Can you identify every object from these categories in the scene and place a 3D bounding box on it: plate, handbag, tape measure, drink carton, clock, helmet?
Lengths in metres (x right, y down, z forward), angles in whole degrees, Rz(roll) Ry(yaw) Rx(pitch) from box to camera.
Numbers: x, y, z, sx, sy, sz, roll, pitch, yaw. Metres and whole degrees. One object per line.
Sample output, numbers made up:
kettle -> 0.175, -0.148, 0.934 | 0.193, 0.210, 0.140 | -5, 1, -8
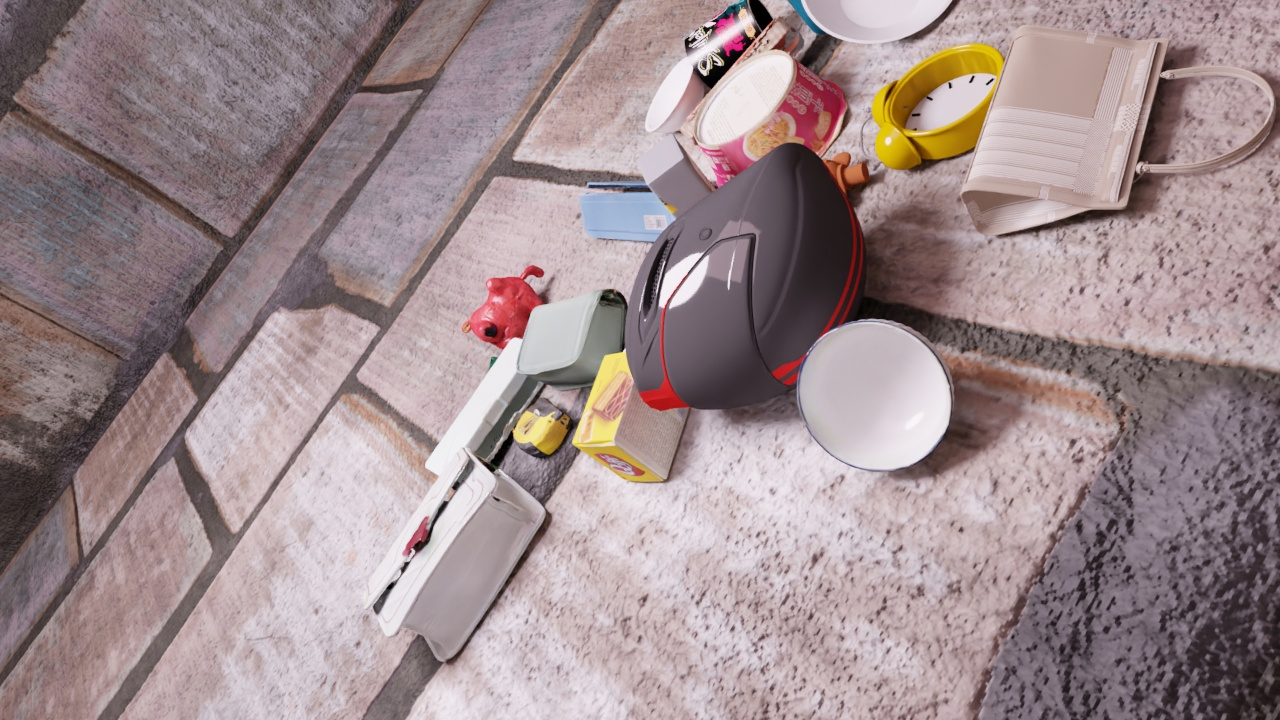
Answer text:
plate -> 0.267, -0.420, 1.022 | 0.174, 0.036, 0.173 | -4, 74, 16
handbag -> -0.076, -0.024, 1.069 | 0.122, 0.067, 0.106 | -12, 59, 44
tape measure -> -0.115, 0.078, 1.049 | 0.064, 0.037, 0.065 | -54, 34, -4
drink carton -> 0.056, -0.179, 1.007 | 0.048, 0.125, 0.076 | -35, 37, 14
clock -> 0.280, -0.239, 0.873 | 0.152, 0.052, 0.113 | -20, 45, 31
handbag -> 0.376, -0.187, 0.715 | 0.198, 0.062, 0.175 | 7, 64, 41
helmet -> 0.109, -0.066, 0.811 | 0.170, 0.164, 0.264 | 13, 78, 41
handbag -> -0.210, 0.201, 0.995 | 0.198, 0.096, 0.142 | -57, 34, -5

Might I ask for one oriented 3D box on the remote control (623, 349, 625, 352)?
remote control -> -0.006, 0.006, 0.999 | 0.050, 0.024, 0.143 | 16, 72, 54

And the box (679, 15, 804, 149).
box -> 0.126, -0.336, 1.133 | 0.189, 0.062, 0.058 | -42, 18, 33

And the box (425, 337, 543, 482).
box -> -0.185, 0.062, 1.122 | 0.083, 0.066, 0.198 | 22, 72, 32

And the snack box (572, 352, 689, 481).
snack box -> -0.005, 0.055, 0.902 | 0.061, 0.083, 0.105 | -9, 52, 44

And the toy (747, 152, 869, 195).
toy -> 0.166, -0.179, 0.938 | 0.128, 0.065, 0.094 | -12, 53, 37

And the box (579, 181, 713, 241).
box -> 0.005, -0.189, 1.162 | 0.209, 0.077, 0.074 | 16, 115, 53

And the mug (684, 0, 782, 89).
mug -> 0.124, -0.392, 1.175 | 0.098, 0.081, 0.118 | -27, 69, 32

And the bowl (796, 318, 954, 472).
bowl -> 0.187, 0.021, 0.712 | 0.118, 0.118, 0.062 | -25, 0, 34

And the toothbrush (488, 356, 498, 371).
toothbrush -> -0.205, 0.071, 1.177 | 0.016, 0.017, 0.189 | -23, 44, 33

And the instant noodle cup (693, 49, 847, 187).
instant noodle cup -> 0.136, -0.275, 1.045 | 0.179, 0.077, 0.178 | -30, 39, 28

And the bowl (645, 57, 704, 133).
bowl -> 0.054, -0.346, 1.228 | 0.110, 0.040, 0.109 | -48, 27, 34

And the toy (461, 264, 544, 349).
toy -> -0.183, -0.077, 1.236 | 0.094, 0.088, 0.132 | -1, 56, 61

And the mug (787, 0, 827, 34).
mug -> 0.221, -0.469, 1.097 | 0.114, 0.107, 0.083 | -43, 33, 13
